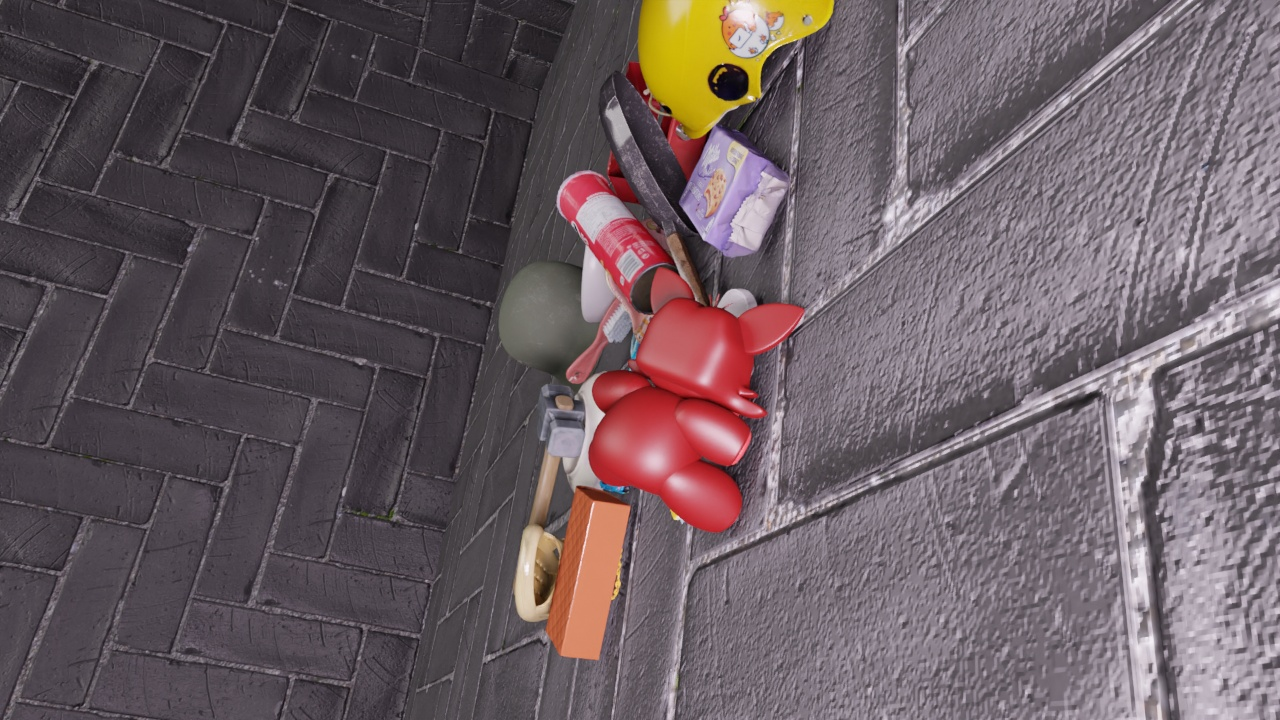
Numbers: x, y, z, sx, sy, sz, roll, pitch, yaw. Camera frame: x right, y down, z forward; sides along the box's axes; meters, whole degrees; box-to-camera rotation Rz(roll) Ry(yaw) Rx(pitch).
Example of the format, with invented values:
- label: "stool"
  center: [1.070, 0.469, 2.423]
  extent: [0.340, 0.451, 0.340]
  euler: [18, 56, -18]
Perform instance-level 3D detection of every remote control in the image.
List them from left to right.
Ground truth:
- label: "remote control"
  center: [0.073, -0.014, 0.873]
  extent: [0.043, 0.013, 0.137]
  euler: [61, 141, 31]

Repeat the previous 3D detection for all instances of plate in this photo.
- label: "plate"
  center: [-0.075, 0.102, 1.253]
  extent: [0.182, 0.034, 0.182]
  euler: [-172, 91, -72]

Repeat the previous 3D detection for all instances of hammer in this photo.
- label: "hammer"
  center: [-0.135, 0.194, 1.265]
  extent: [0.117, 0.051, 0.323]
  euler: [-114, 34, -59]

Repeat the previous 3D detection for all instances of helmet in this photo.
- label: "helmet"
  center: [-0.153, -0.074, 1.514]
  extent: [0.268, 0.153, 0.226]
  euler: [161, 123, -72]
- label: "helmet"
  center: [0.068, -0.355, 0.922]
  extent: [0.241, 0.139, 0.208]
  euler: [-44, 31, 32]

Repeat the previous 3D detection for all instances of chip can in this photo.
- label: "chip can"
  center: [-0.026, -0.142, 1.079]
  extent: [0.233, 0.073, 0.073]
  euler: [55, 131, 46]

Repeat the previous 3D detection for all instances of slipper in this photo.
- label: "slipper"
  center: [-0.108, 0.281, 1.168]
  extent: [0.262, 0.079, 0.111]
  euler: [91, -175, -69]
- label: "slipper"
  center: [-0.001, -0.108, 1.140]
  extent: [0.093, 0.081, 0.196]
  euler: [122, 155, -46]

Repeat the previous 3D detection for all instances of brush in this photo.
- label: "brush"
  center: [-0.043, -0.031, 1.231]
  extent: [0.172, 0.041, 0.030]
  euler: [-53, 31, 17]

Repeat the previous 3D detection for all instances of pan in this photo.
- label: "pan"
  center: [0.025, -0.161, 0.989]
  extent: [0.040, 0.207, 0.356]
  euler: [-25, 57, 17]

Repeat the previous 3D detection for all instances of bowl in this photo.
- label: "bowl"
  center: [-0.033, -0.137, 1.267]
  extent: [0.176, 0.066, 0.176]
  euler: [11, -93, -86]

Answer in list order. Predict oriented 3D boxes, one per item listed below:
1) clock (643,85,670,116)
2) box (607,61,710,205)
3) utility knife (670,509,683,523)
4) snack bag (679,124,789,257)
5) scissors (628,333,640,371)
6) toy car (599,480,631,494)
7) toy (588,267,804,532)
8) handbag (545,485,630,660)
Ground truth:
- label: "clock"
  center: [0.059, -0.340, 1.093]
  extent: [0.129, 0.090, 0.052]
  euler: [-56, -28, -8]
- label: "box"
  center: [0.032, -0.283, 1.191]
  extent: [0.136, 0.122, 0.157]
  euler: [67, -147, -85]
- label: "utility knife"
  center: [0.028, 0.117, 0.937]
  extent: [0.155, 0.017, 0.030]
  euler: [-106, 29, -64]
- label: "snack bag"
  center: [0.091, -0.170, 0.910]
  extent: [0.205, 0.058, 0.096]
  euler: [-102, 35, -67]
- label: "scissors"
  center: [-0.007, 0.009, 1.177]
  extent: [0.083, 0.015, 0.140]
  euler: [145, 140, -68]
- label: "toy car"
  center: [-0.032, 0.135, 1.106]
  extent: [0.105, 0.032, 0.048]
  euler: [165, 118, -75]
- label: "toy"
  center: [0.039, 0.029, 0.781]
  extent: [0.158, 0.120, 0.197]
  euler: [21, 85, 39]
- label: "handbag"
  center: [-0.060, 0.238, 1.047]
  extent: [0.109, 0.060, 0.172]
  euler: [-172, 94, -70]
